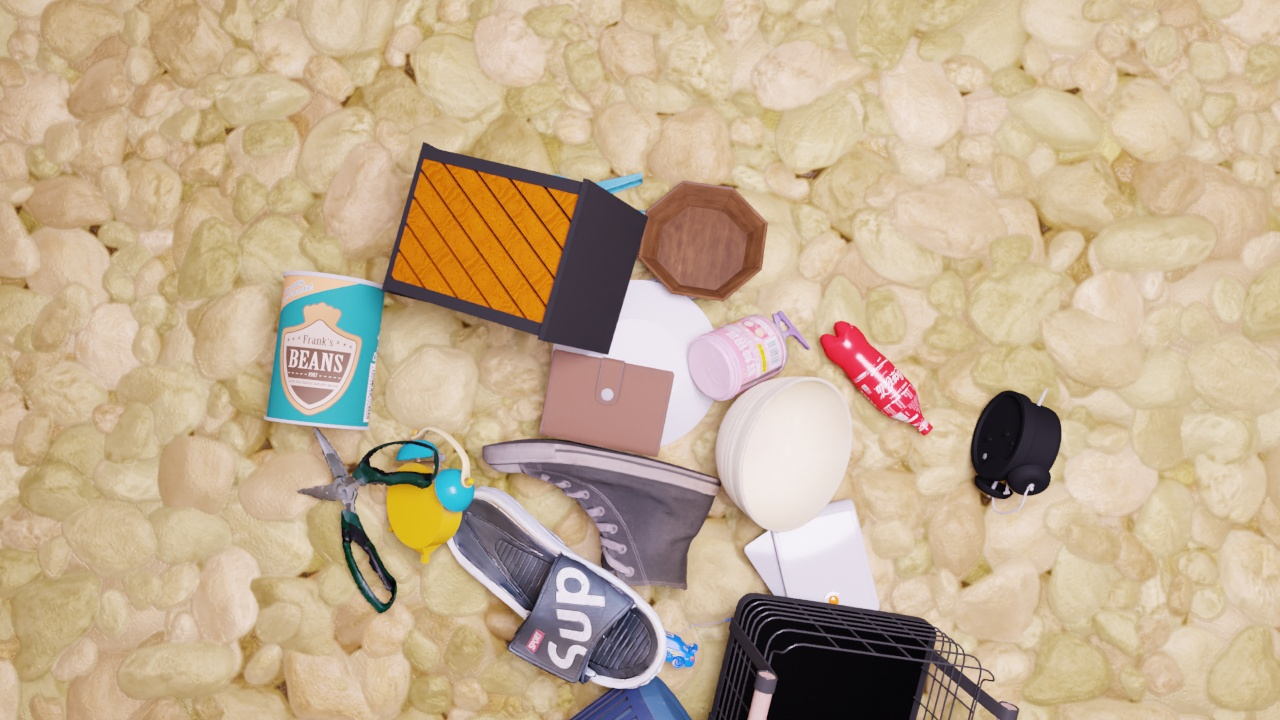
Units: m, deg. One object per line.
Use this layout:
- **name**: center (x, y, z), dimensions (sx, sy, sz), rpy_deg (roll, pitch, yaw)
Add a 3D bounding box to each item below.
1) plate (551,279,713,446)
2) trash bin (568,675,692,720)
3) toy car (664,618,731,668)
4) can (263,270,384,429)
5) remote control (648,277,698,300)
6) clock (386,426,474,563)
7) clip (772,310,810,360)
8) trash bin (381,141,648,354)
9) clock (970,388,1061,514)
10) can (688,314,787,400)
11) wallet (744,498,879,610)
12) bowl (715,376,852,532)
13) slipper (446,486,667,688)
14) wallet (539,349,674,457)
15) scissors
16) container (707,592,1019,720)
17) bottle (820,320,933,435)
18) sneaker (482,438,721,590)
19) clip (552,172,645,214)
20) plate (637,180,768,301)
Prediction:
- **plate**: center (-0.005, 0.005, 0.921), dimensions (0.174, 0.036, 0.174), rpy_deg (0, 92, 3)
- **trash bin**: center (-0.060, 0.410, 0.857), dimensions (0.249, 0.139, 0.139), rpy_deg (-36, 86, -2)
- **toy car**: center (0.035, 0.267, 0.910), dimensions (0.092, 0.033, 0.062), rpy_deg (21, 94, 3)
- **can**: center (-0.311, -0.008, 0.910), dimensions (0.099, 0.099, 0.144), rpy_deg (6, 86, 2)
- **remote control**: center (-0.002, -0.063, 0.945), dimensions (0.136, 0.013, 0.033), rpy_deg (-15, 86, 1)
- **clock**: center (-0.210, 0.131, 0.908), dimensions (0.099, 0.043, 0.130), rpy_deg (34, 109, 32)
- **clip**: center (0.149, -0.027, 0.939), dimensions (0.029, 0.013, 0.050), rpy_deg (-28, 83, -1)
- **trash bin**: center (-0.113, -0.101, 0.859), dimensions (0.172, 0.139, 0.139), rpy_deg (17, 92, 22)
- **clock**: center (0.361, 0.089, 0.885), dimensions (0.042, 0.091, 0.120), rpy_deg (17, 73, -7)
- **can**: center (0.094, -0.003, 0.897), dimensions (0.076, 0.067, 0.067), rpy_deg (-23, 85, -34)
- **wallet**: center (0.167, 0.207, 0.911), dimensions (0.115, 0.037, 0.118), rpy_deg (-13, 83, 1)
- **bowl**: center (0.127, 0.081, 0.886), dimensions (0.150, 0.075, 0.151), rpy_deg (-12, 110, -36)
- **slipper**: center (-0.094, 0.218, 0.861), dimensions (0.264, 0.063, 0.111), rpy_deg (36, 109, 26)
- **wallet**: center (-0.033, 0.041, 0.897), dimensions (0.121, 0.013, 0.087), rpy_deg (11, 92, 2)
- **scissors**: center (-0.256, 0.144, 0.901), dimensions (0.206, 0.015, 0.201), rpy_deg (-24, 93, 31)
- **container**: center (0.186, 0.320, 0.822), dimensions (0.241, 0.130, 0.163), rpy_deg (11, 95, -13)
- **bottle**: center (0.238, 0.019, 0.917), dimensions (0.042, 0.042, 0.141), rpy_deg (-43, 86, -1)
- **sneaker**: center (-0.049, 0.144, 0.899), dimensions (0.234, 0.095, 0.120), rpy_deg (14, 87, -4)
- **clip**: center (-0.061, -0.180, 0.951), dimensions (0.130, 0.030, 0.120), rpy_deg (-24, 81, 1)
- **plate**: center (0.063, -0.118, 0.931), dimensions (0.131, 0.025, 0.131), rpy_deg (0, 74, 0)
